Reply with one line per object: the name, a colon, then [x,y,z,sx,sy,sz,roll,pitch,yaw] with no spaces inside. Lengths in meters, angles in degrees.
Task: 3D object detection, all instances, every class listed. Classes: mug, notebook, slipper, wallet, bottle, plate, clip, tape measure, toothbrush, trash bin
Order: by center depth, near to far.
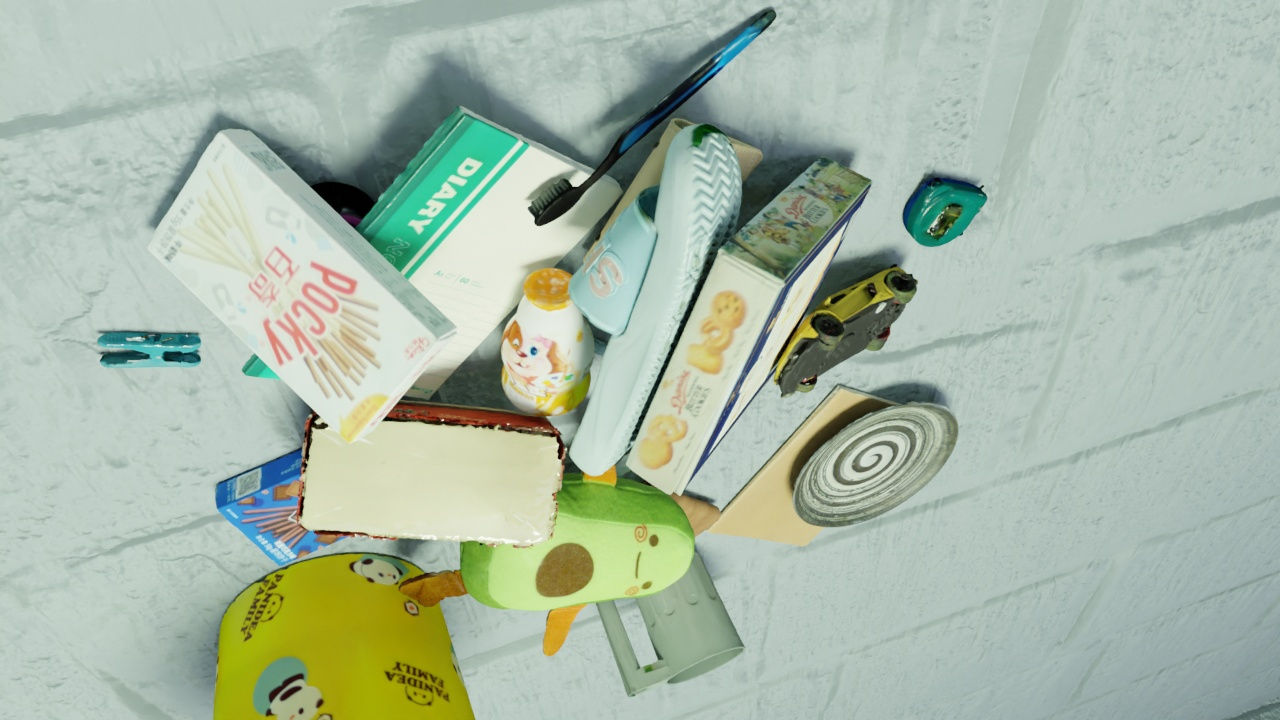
tape measure: [-0.175,-0.070,0.525,0.058,0.039,0.057,-34,138,9]
toothbrush: [0.007,-0.144,0.536,0.189,0.016,0.014,-42,152,-3]
clip: [-0.294,-0.006,0.552,0.056,0.014,0.043,-2,134,-25]
notebook: [-0.122,-0.052,0.558,0.209,0.012,0.150,-44,154,20]
slipper: [-0.003,-0.035,0.572,0.103,0.074,0.246,-43,157,-57]
wallet: [0.024,-0.099,0.602,0.087,0.024,0.115,3,134,-41]
bottle: [-0.062,-0.012,0.617,0.063,0.063,0.109,-10,142,-17]
tape measure: [0.228,-0.111,0.692,0.058,0.025,0.055,4,129,-29]
trash bin: [-0.231,0.310,0.723,0.229,0.255,0.230,-14,138,-13]
wallet: [0.004,0.161,0.866,0.101,0.020,0.115,27,120,-40]
plate: [0.225,0.099,0.895,0.179,0.024,0.180,-14,136,-14]
mug: [0.026,0.257,0.896,0.123,0.103,0.084,-13,151,-21]
notebook: [0.178,0.112,0.908,0.147,0.008,0.208,15,125,-37]

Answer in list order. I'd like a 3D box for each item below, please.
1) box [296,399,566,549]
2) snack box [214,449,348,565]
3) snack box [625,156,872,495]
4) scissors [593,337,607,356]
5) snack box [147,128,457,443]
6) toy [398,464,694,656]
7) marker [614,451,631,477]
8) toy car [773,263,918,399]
box: [-0.139,0.078,0.615,0.168,0.077,0.091,6,98,-15]
snack box: [-0.218,0.093,0.680,0.157,0.026,0.085,-23,138,-3]
snack box: [0.074,-0.026,0.611,0.182,0.046,0.178,-43,161,-50]
scissors: [-0.004,0.004,0.706,0.057,0.017,0.133,-39,134,22]
snack box: [-0.182,-0.039,0.490,0.157,0.026,0.085,44,111,0]
toy: [-0.063,0.149,0.741,0.246,0.090,0.227,2,121,-22]
marker: [-0.024,0.094,0.784,0.146,0.017,0.017,-26,139,0]
toy car: [0.154,-0.025,0.698,0.155,0.041,0.071,-29,152,-32]
